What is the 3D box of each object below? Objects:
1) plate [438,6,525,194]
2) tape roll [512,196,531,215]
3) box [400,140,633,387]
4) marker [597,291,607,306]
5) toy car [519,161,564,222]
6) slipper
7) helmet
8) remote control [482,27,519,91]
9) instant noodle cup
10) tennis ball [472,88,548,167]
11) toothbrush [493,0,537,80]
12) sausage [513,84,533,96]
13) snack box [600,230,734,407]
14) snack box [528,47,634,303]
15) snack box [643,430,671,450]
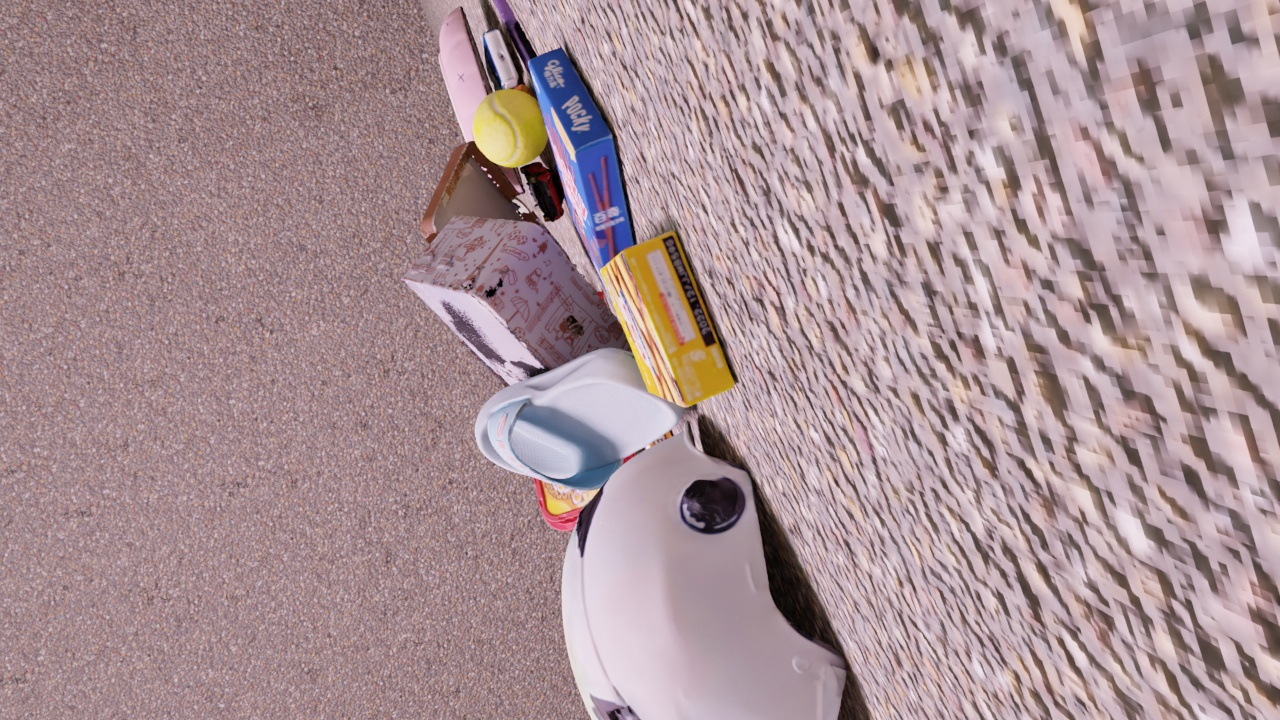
[{"bbox_3d":[-0.166,-0.257,0.933,0.192,0.039,0.192,159,93,-88],"label":"plate"},{"bbox_3d":[-0.129,-0.126,0.925,0.085,0.014,0.085,33,-130,-51],"label":"tape roll"},{"bbox_3d":[-0.113,-0.066,0.816,0.179,0.136,0.269,51,-174,-38],"label":"box"},{"bbox_3d":[-0.022,-0.004,0.966,0.017,0.017,0.145,-132,20,-73],"label":"marker"},{"bbox_3d":[-0.094,-0.169,0.912,0.106,0.031,0.049,-123,11,-67],"label":"toy car"},{"bbox_3d":[-0.053,0.059,0.711,0.104,0.074,0.246,33,148,-20],"label":"slipper"},{"bbox_3d":[0.025,0.177,0.606,0.229,0.146,0.258,76,170,-55],"label":"helmet"},{"bbox_3d":[-0.132,-0.278,0.877,0.125,0.024,0.049,-142,30,-80],"label":"remote control"},{"bbox_3d":[-0.039,0.111,0.957,0.123,0.116,0.116,14,-123,-63],"label":"instant noodle cup"},{"bbox_3d":[-0.111,-0.199,0.787,0.065,0.065,0.065,156,91,-84],"label":"tennis ball"},{"bbox_3d":[-0.080,-0.220,0.685,0.189,0.014,0.017,64,-174,30],"label":"toothbrush"},{"bbox_3d":[-0.114,-0.237,0.881,0.165,0.021,0.021,-162,49,-83],"label":"sausage"},{"bbox_3d":[0.011,-0.023,0.528,0.140,0.033,0.087,-155,43,-84],"label":"snack box"},{"bbox_3d":[-0.033,-0.114,0.597,0.157,0.026,0.084,77,169,-59],"label":"snack box"},{"bbox_3d":[0.018,0.086,0.897,0.075,0.026,0.154,-129,17,-71],"label":"snack box"}]
